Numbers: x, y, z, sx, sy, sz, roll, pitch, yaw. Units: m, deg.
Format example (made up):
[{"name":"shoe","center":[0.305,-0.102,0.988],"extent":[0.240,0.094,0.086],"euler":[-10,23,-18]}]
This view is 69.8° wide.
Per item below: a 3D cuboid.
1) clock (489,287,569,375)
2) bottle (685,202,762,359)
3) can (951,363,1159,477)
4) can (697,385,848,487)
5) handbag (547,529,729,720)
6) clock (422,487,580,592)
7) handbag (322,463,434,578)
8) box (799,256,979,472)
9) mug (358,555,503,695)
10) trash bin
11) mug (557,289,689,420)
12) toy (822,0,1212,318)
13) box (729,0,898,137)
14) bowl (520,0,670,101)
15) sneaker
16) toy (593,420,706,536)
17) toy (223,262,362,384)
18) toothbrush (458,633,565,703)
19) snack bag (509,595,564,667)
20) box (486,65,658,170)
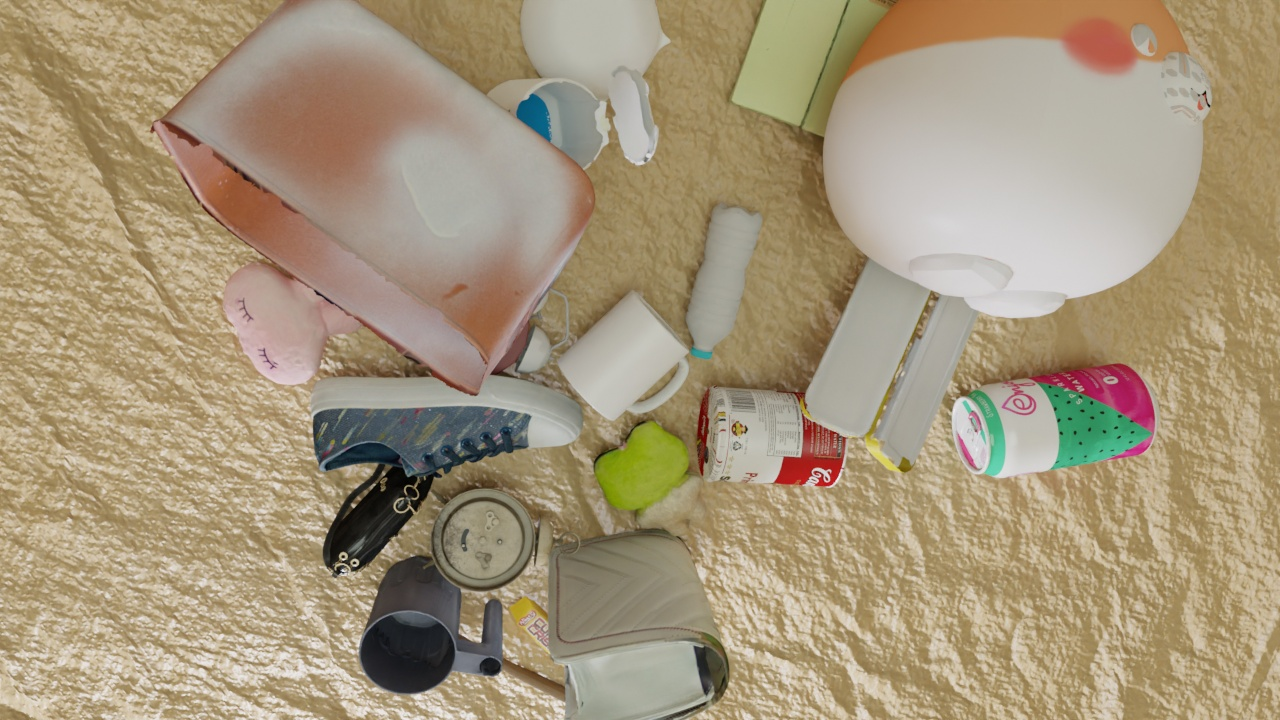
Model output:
[{"name":"clock","center":[-0.131,-0.034,0.792],"extent":[0.137,0.048,0.096],"euler":[-2,106,-6]},{"name":"bottle","center":[0.070,-0.068,0.809],"extent":[0.044,0.044,0.136],"euler":[11,105,-10]},{"name":"can","center":[0.387,0.057,0.860],"extent":[0.166,0.088,0.088],"euler":[-9,107,-4]},{"name":"can","center":[0.117,0.069,0.833],"extent":[0.116,0.086,0.087],"euler":[4,106,-9]},{"name":"handbag","center":[-0.006,0.233,0.810],"extent":[0.142,0.198,0.096],"euler":[-9,105,-2]},{"name":"clock","center":[-0.126,0.163,0.847],"extent":[0.140,0.054,0.093],"euler":[7,90,-9]},{"name":"handbag","center":[-0.235,0.139,0.815],"extent":[0.054,0.079,0.128],"euler":[42,97,-15]},{"name":"box","center":[0.230,-0.016,0.809],"extent":[0.128,0.046,0.209],"euler":[32,75,-13]},{"name":"mug","center":[-0.186,0.241,0.838],"extent":[0.124,0.104,0.084],"euler":[12,104,-10]},{"name":"trash bin","center":[-0.179,-0.118,0.663],"extent":[0.259,0.182,0.157],"euler":[35,72,-4]},{"name":"mug","center":[-0.005,0.005,0.814],"extent":[0.090,0.073,0.110],"euler":[-43,132,6]},{"name":"toy","center":[0.281,-0.177,0.690],"extent":[0.262,0.266,0.280],"euler":[16,84,-35]},{"name":"box","center":[0.167,-0.284,0.768],"extent":[0.138,0.030,0.187],"euler":[19,103,-10]},{"name":"bowl","center":[-0.038,-0.268,0.733],"extent":[0.114,0.050,0.115],"euler":[-2,107,-6]},{"name":"sneaker","center":[-0.167,0.062,0.786],"extent":[0.235,0.088,0.079],"euler":[3,66,-5]},{"name":"toy","center":[0.016,0.116,0.857],"extent":[0.092,0.043,0.118],"euler":[-39,108,10]},{"name":"toy","center":[-0.290,-0.039,0.774],"extent":[0.105,0.053,0.108],"euler":[-30,107,-13]},{"name":"toothbrush","center":[-0.127,0.308,0.911],"extent":[0.167,0.016,0.016],"euler":[31,100,-14]},{"name":"snack bag","center":[-0.088,0.270,0.903],"extent":[0.026,0.020,0.099],"euler":[-40,107,4]},{"name":"box","center":[-0.060,-0.182,0.702],"extent":[0.094,0.165,0.084],"euler":[-10,108,-24]}]
